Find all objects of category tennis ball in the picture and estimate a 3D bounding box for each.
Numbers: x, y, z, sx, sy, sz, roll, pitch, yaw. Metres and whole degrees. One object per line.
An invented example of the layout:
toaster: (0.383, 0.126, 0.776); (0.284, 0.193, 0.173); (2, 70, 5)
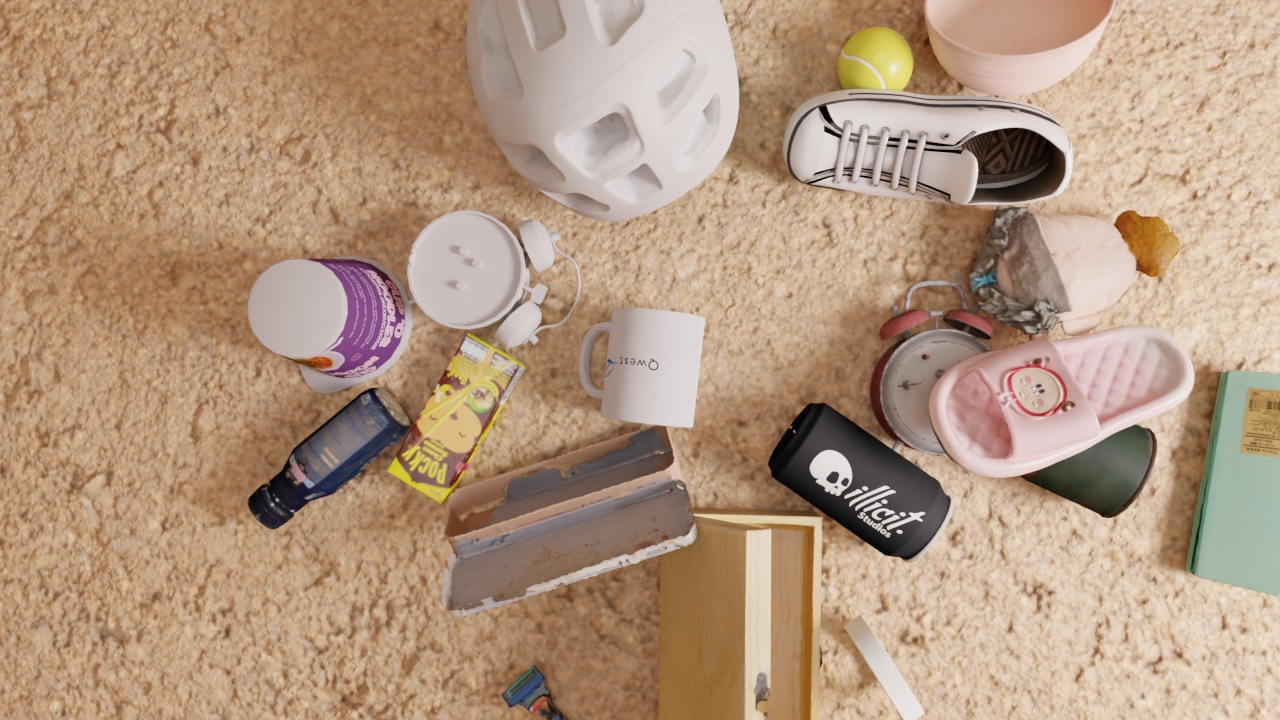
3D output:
tennis ball: (0.209, -0.262, 0.817); (0.065, 0.065, 0.065); (0, 88, 3)

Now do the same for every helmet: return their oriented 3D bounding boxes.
helmet: (-0.041, -0.271, 0.784); (0.224, 0.184, 0.281); (-16, 61, 17)

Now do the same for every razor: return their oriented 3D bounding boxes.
razor: (-0.066, 0.344, 0.842); (0.044, 0.018, 0.141); (-41, 90, 1)

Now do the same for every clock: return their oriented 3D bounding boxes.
clock: (0.263, 0.008, 0.809); (0.110, 0.062, 0.156); (-1, 88, 4)
clock: (-0.134, -0.076, 0.835); (0.159, 0.061, 0.120); (12, 89, 5)

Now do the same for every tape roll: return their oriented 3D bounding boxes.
tape roll: (0.208, 0.265, 0.788); (0.019, 0.094, 0.094); (-32, 87, 1)

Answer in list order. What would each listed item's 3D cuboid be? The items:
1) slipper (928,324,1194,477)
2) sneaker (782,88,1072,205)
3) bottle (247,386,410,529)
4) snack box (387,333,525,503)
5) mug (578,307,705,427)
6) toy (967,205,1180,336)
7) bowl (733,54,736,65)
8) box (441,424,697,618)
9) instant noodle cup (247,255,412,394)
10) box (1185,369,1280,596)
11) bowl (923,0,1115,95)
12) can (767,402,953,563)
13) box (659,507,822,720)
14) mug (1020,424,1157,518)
slipper: (0.337, 0.023, 0.738); (0.221, 0.056, 0.106); (-17, 60, -5)
sneaker: (0.247, -0.169, 0.782); (0.245, 0.097, 0.091); (5, 124, 0)
bottle: (-0.287, 0.091, 0.842); (0.161, 0.056, 0.056); (-40, 87, 2)
snack box: (-0.170, 0.053, 0.851); (0.061, 0.025, 0.149); (30, 90, 4)
mug: (-0.005, 0.005, 0.823); (0.120, 0.083, 0.096); (6, 88, 32)
toy: (0.374, -0.084, 0.799); (0.176, 0.076, 0.132); (-11, 73, 5)
bowl: (0.035, -0.243, 0.829); (0.121, 0.046, 0.121); (-1, 87, 22)
box: (-0.064, 0.136, 0.786); (0.216, 0.150, 0.043); (-18, 115, 2)
instant noodle cup: (-0.283, -0.034, 0.812); (0.122, 0.122, 0.137); (24, 90, 4)
box: (0.527, 0.102, 0.782); (0.077, 0.080, 0.188); (12, 89, 5)
bowl: (0.322, -0.282, 0.795); (0.153, 0.076, 0.152); (-7, 54, 10)
can: (0.190, 0.106, 0.801); (0.146, 0.080, 0.080); (35, 90, 4)
box: (0.078, 0.256, 0.783); (0.142, 0.184, 0.248); (-1, 87, 24)
mug: (0.385, 0.070, 0.796); (0.081, 0.085, 0.110); (25, 59, 5)
